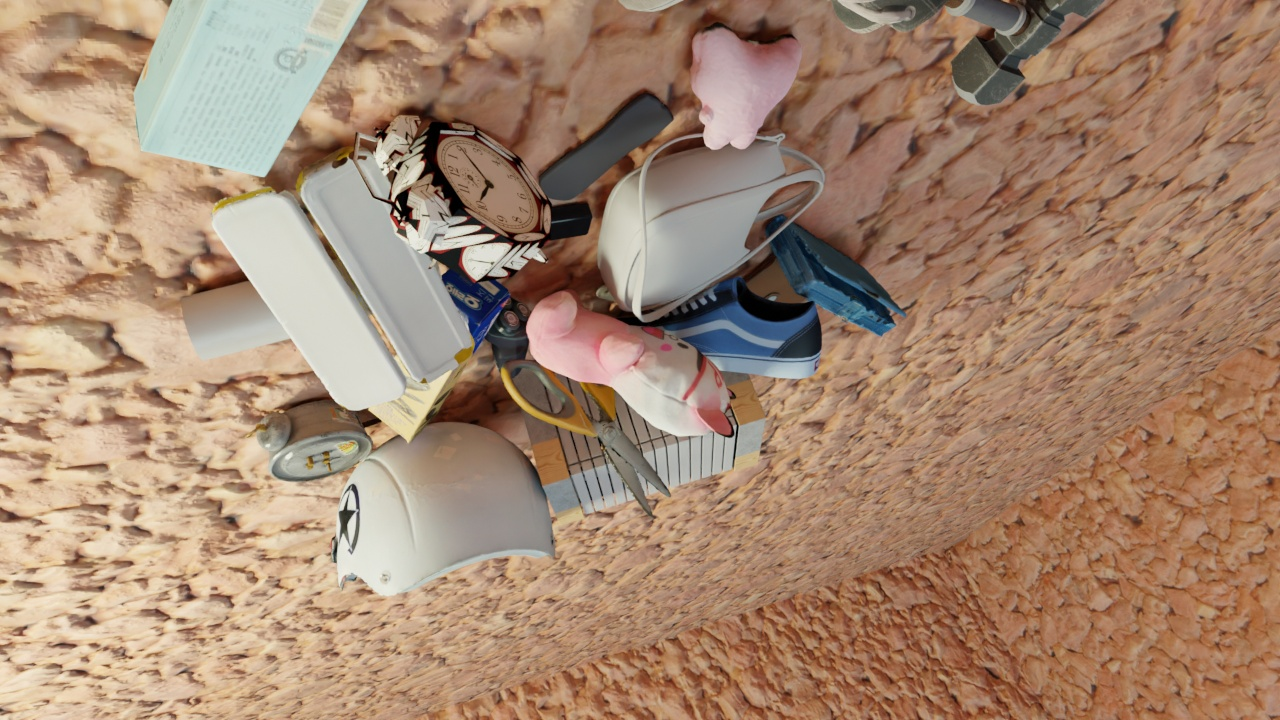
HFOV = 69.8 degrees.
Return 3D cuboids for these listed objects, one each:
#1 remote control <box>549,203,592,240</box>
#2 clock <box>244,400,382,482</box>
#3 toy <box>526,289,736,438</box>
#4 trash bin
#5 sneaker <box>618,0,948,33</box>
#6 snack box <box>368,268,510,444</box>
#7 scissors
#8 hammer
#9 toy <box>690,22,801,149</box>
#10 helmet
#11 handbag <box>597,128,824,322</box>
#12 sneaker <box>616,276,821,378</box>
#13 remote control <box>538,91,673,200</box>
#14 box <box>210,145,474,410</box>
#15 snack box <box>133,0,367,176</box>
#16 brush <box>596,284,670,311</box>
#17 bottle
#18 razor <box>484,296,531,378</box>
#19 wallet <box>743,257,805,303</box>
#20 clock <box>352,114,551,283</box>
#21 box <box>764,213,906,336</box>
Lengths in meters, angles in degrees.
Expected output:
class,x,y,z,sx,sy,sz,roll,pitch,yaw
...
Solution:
class,x,y,z,sx,sy,sz,roll,pitch,yaw
remote control,-0.108,-0.112,0.789,0.136,0.015,0.032,-12,152,-21
clock,-0.337,0.082,0.929,0.104,0.056,0.147,-32,155,18
toy,-0.005,0.005,0.865,0.142,0.213,0.084,-89,-155,-84
trash bin,-0.001,0.066,1.052,0.247,0.142,0.143,-17,154,-5
sneaker,0.099,-0.251,0.576,0.234,0.095,0.120,-29,133,-6
snack box,-0.192,-0.005,0.856,0.207,0.056,0.057,-50,-179,44
scissors,-0.051,0.065,0.923,0.161,0.225,0.016,-25,-179,-34
hammer,0.222,-0.286,0.702,0.321,0.043,0.156,1,145,-36
toy,0.078,-0.209,0.705,0.102,0.050,0.093,-8,124,-32
helmet,-0.226,0.151,1.019,0.236,0.163,0.264,-7,178,-27
handbag,0.078,-0.130,0.823,0.222,0.095,0.216,-21,159,-17
sneaker,0.066,-0.046,0.946,0.241,0.083,0.098,5,116,17
remote control,-0.031,-0.171,0.745,0.125,0.009,0.046,-34,152,21
box,-0.219,-0.054,0.704,0.129,0.038,0.210,-25,132,-5
snack box,-0.220,-0.184,0.518,0.074,0.053,0.175,5,141,-45
brush,0.029,-0.057,1.012,0.033,0.012,0.217,-38,149,30
bottle,-0.259,-0.051,0.741,0.195,0.052,0.053,-16,154,-14
razor,-0.135,-0.018,0.919,0.052,0.047,0.143,-18,158,-16
wallet,0.156,-0.081,1.065,0.088,0.013,0.120,-39,150,29
clock,-0.139,-0.113,0.650,0.065,0.114,0.154,-39,148,30
box,0.219,-0.092,1.004,0.049,0.093,0.231,-33,152,27
